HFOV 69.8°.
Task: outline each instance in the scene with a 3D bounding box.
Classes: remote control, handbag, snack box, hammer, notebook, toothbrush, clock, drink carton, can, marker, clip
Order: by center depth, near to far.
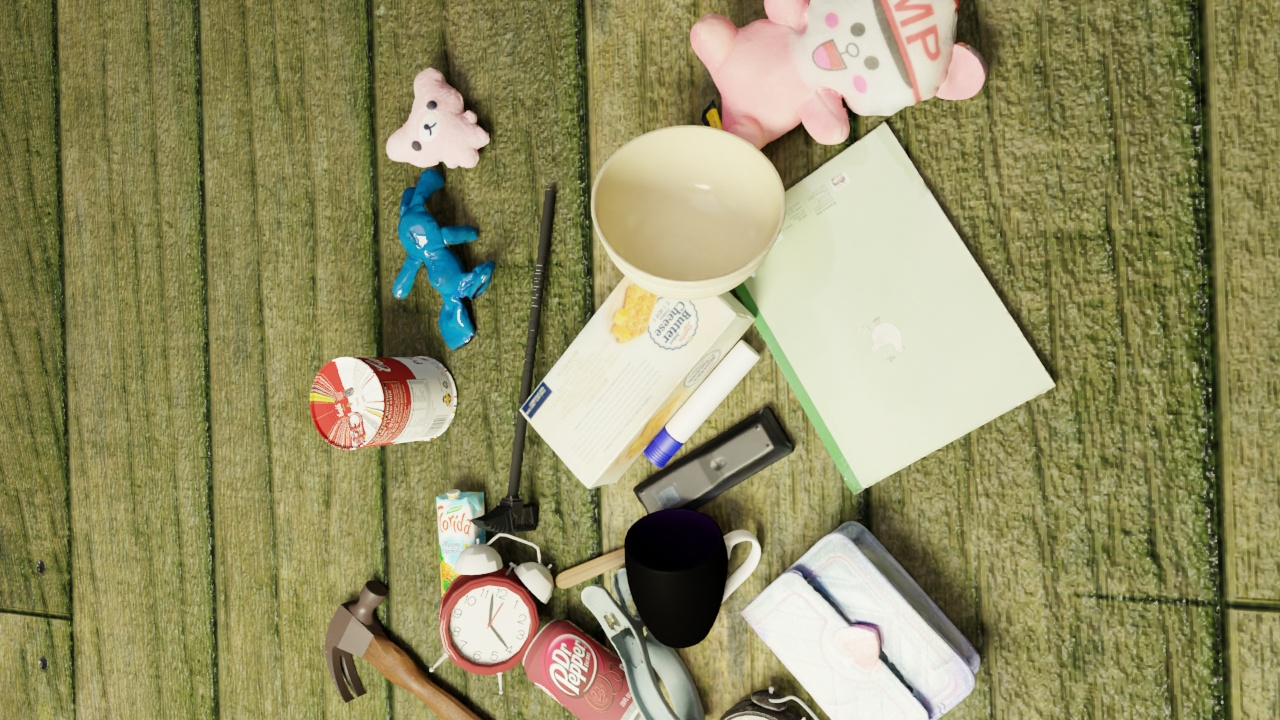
[{"bbox_3d":[0.174,0.226,0.737,0.127,0.069,0.158,-46,76,19],"label":"handbag"},{"bbox_3d":[0.189,-0.042,0.759,0.182,0.010,0.252,-33,77,20],"label":"notebook"},{"bbox_3d":[0.107,0.331,0.778,0.091,0.043,0.123,46,106,16],"label":"clock"},{"bbox_3d":[0.061,0.097,0.808,0.150,0.022,0.047,-35,77,20],"label":"remote control"},{"bbox_3d":[0.054,0.039,0.810,0.023,0.027,0.133,45,104,17],"label":"marker"},{"bbox_3d":[-0.005,0.005,0.815,0.104,0.057,0.208,46,107,21],"label":"snack box"},{"bbox_3d":[0.012,0.261,0.821,0.028,0.107,0.163,-33,82,19],"label":"clip"},{"bbox_3d":[-0.047,0.290,0.835,0.114,0.063,0.063,31,102,20],"label":"can"},{"bbox_3d":[-0.011,0.178,0.844,0.167,0.016,0.016,-27,78,22],"label":"toothbrush"},{"bbox_3d":[-0.108,-0.001,0.859,0.015,0.095,0.324,5,86,25],"label":"hammer"},{"bbox_3d":[-0.139,0.232,0.860,0.096,0.048,0.137,22,86,-11],"label":"clock"},{"bbox_3d":[-0.247,0.039,0.892,0.087,0.116,0.086,0,90,24],"label":"can"},{"bbox_3d":[-0.175,0.191,0.903,0.044,0.038,0.129,-3,90,24],"label":"drink carton"},{"bbox_3d":[-0.191,0.351,0.917,0.323,0.033,0.115,31,100,20],"label":"hammer"}]

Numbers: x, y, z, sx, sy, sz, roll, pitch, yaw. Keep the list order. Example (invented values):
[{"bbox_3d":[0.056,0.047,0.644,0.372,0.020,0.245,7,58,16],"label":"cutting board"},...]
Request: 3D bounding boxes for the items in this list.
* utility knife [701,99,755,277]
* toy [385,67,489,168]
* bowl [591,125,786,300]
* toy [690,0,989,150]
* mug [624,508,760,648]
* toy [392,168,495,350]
[{"bbox_3d":[0.077,-0.147,0.792,0.017,0.030,0.162,-14,80,-12],"label":"utility knife"},{"bbox_3d":[-0.195,-0.227,0.904,0.096,0.052,0.099,30,101,9],"label":"toy"},{"bbox_3d":[0.038,-0.106,0.737,0.151,0.075,0.150,-1,62,2],"label":"bowl"},{"bbox_3d":[0.154,-0.246,0.732,0.214,0.084,0.142,-16,95,26],"label":"toy"},{"bbox_3d":[0.048,0.187,0.788,0.118,0.085,0.100,-13,119,-13],"label":"mug"},{"bbox_3d":[-0.193,-0.107,0.896,0.113,0.070,0.176,-29,79,32],"label":"toy"}]
